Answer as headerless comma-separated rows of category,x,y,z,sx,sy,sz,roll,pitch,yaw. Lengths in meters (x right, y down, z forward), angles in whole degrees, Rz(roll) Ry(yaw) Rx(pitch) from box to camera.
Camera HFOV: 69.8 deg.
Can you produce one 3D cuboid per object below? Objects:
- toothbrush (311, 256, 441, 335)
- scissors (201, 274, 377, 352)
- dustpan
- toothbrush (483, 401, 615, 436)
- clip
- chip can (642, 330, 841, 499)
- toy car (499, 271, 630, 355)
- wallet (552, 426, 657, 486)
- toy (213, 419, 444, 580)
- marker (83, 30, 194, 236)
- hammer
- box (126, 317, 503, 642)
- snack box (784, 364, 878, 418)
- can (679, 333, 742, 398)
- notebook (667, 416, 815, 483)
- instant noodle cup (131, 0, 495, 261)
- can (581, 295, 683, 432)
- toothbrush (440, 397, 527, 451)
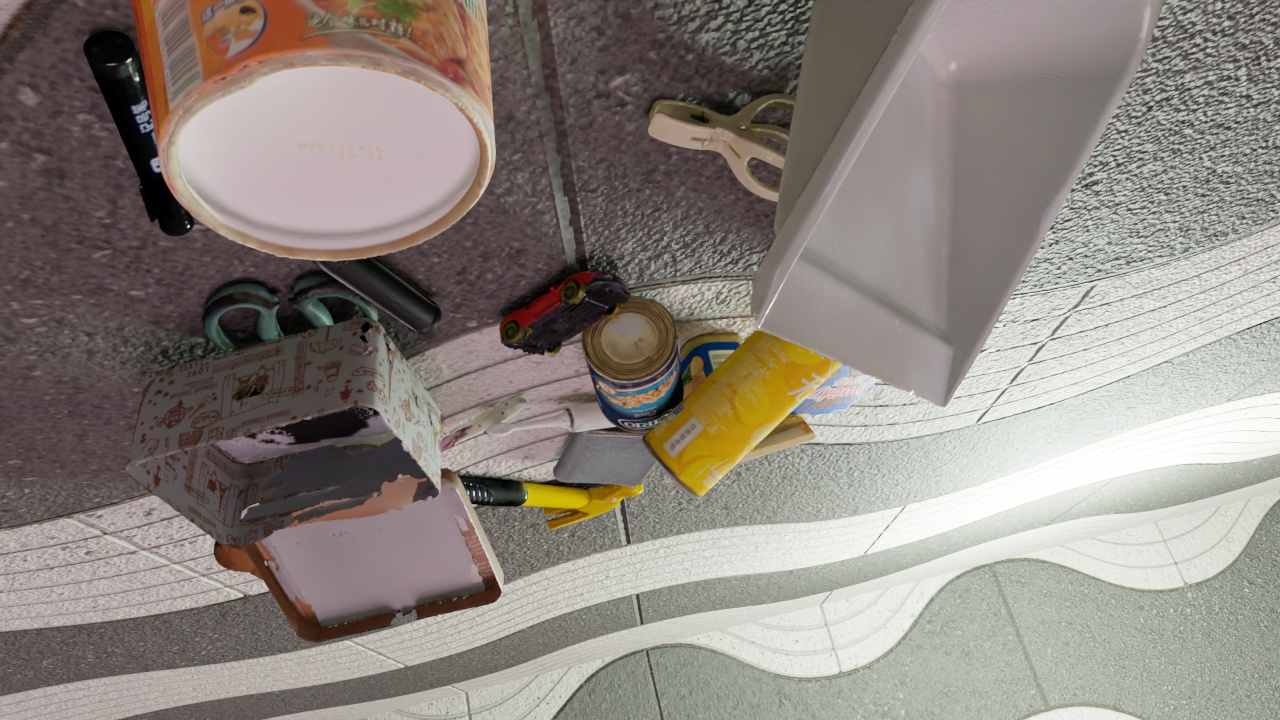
toothbrush,-0.184,-0.064,0.551,0.026,0.027,0.212,-53,153,-5
scissors,-0.257,-0.007,0.645,0.129,0.019,0.186,0,150,-29
dustpan,0.177,-0.121,0.436,0.143,0.257,0.222,-3,167,39
toothbrush,-0.039,0.052,0.866,0.220,0.026,0.026,-7,168,-25
clip,0.061,-0.120,0.526,0.101,0.096,0.035,-15,158,-28
chip can,0.100,0.014,0.730,0.213,0.072,0.072,-45,149,8
toy car,-0.056,-0.037,0.675,0.107,0.031,0.049,-29,153,31
wallet,-0.027,0.094,0.968,0.106,0.037,0.130,6,149,-16
toy,-0.270,0.116,0.807,0.200,0.139,0.130,-26,112,20
marker,-0.241,-0.105,0.446,0.022,0.020,0.132,20,151,-4
hammer,-0.138,0.151,1.031,0.129,0.032,0.300,-33,150,33
box,-0.225,0.104,0.684,0.179,0.102,0.261,-14,140,5
snack box,0.203,0.014,0.932,0.084,0.026,0.157,-5,154,-21
can,0.062,0.036,0.833,0.057,0.083,0.102,-2,153,-26
notebook,0.105,0.088,0.955,0.146,0.010,0.206,-18,180,7
instant noodle cup,-0.127,-0.118,0.368,0.151,0.111,0.151,-12,155,-6
can,-0.004,0.004,0.740,0.075,0.075,0.111,-14,155,-2
toothbrush,-0.175,0.076,0.871,0.188,0.016,0.017,-28,160,28
